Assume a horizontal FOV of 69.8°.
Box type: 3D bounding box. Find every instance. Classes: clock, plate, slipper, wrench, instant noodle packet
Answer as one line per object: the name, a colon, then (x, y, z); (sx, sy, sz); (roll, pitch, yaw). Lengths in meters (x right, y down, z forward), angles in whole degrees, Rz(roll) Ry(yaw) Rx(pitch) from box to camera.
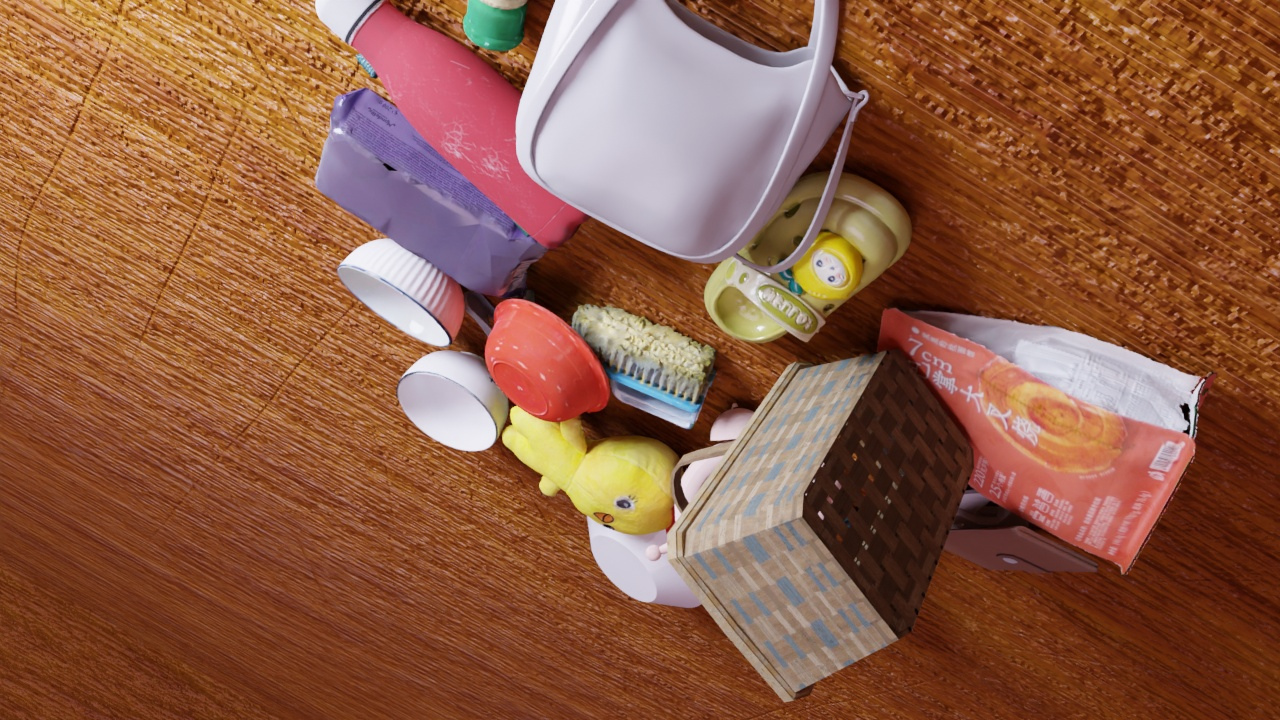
clock: (0.098, 0.134, 0.833); (0.131, 0.160, 0.086); (28, -175, 0)
plate: (-0.007, 0.217, 1.006); (0.174, 0.036, 0.174); (30, 142, 27)
slipper: (0.105, -0.058, 0.659); (0.091, 0.081, 0.191); (39, 142, -9)
wrench: (0.250, 0.175, 0.867); (0.086, 0.018, 0.274); (24, 145, -12)
instant noodle packet: (0.278, 0.051, 0.689); (0.221, 0.083, 0.165); (20, 145, 24)

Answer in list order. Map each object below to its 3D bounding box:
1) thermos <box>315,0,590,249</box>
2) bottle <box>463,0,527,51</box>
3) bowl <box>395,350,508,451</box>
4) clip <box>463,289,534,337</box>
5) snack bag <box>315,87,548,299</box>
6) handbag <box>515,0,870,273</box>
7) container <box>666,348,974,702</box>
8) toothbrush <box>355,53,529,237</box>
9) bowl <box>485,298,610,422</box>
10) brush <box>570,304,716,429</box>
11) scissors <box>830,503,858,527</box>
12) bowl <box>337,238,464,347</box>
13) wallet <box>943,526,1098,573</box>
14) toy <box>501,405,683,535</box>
thermos: (-0.129, -0.183, 0.663); (0.240, 0.073, 0.073); (41, 139, -15)
bottle: (-0.086, -0.256, 0.587); (0.043, 0.043, 0.111); (27, 139, 2)
bowl: (-0.183, 0.033, 0.932); (0.113, 0.063, 0.114); (16, 138, 14)
clip: (-0.094, -0.003, 0.873); (0.106, 0.027, 0.163); (-3, 132, 30)
snack bag: (-0.173, -0.129, 0.758); (0.205, 0.058, 0.097); (33, 139, -6)
handbag: (0.046, -0.178, 0.567); (0.215, 0.095, 0.223); (26, 120, -11)
container: (0.118, 0.116, 0.687); (0.187, 0.249, 0.157); (-31, 101, 44)
toothbrush: (-0.149, -0.168, 0.708); (0.017, 0.016, 0.190); (-39, 97, 27)
bowl: (-0.091, 0.010, 0.801); (0.130, 0.045, 0.131); (30, 149, 20)
brush: (-0.005, 0.005, 0.806); (0.136, 0.055, 0.075); (23, 135, 7)
scissors: (0.187, 0.149, 0.878); (0.150, 0.019, 0.131); (6, 135, 23)
bowl: (-0.203, -0.071, 0.822); (0.118, 0.062, 0.118); (28, 161, 10)
wallet: (0.303, 0.158, 0.765); (0.087, 0.013, 0.121); (26, 161, -15)
toy: (-0.039, 0.107, 0.899); (0.207, 0.092, 0.134); (22, 145, -4)
